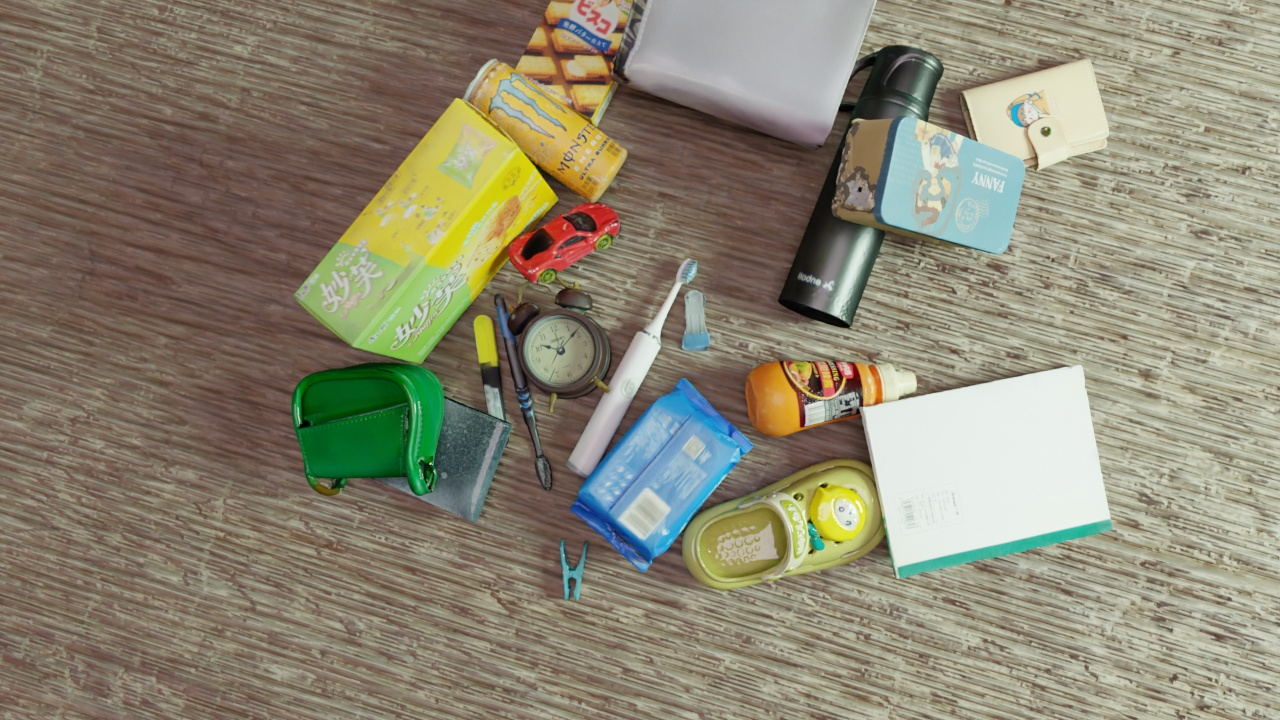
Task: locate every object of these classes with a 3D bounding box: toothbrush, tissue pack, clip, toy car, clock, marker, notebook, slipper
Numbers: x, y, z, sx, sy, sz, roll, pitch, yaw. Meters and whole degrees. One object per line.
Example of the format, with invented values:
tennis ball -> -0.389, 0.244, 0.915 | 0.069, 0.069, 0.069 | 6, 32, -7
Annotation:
toothbrush -> -0.005, 0.005, 0.837 | 0.026, 0.026, 0.221 | 28, 90, -36
tissue pack -> 0.019, 0.101, 0.816 | 0.095, 0.052, 0.157 | 41, 91, 11
clip -> -0.063, 0.193, 0.842 | 0.039, 0.013, 0.056 | 3, 87, 5
clip -> 0.050, -0.037, 0.840 | 0.027, 0.045, 0.058 | -3, 82, 5
toy car -> -0.067, -0.111, 0.828 | 0.106, 0.031, 0.049 | -31, 57, -16
clock -> -0.073, -0.019, 0.828 | 0.082, 0.055, 0.122 | -19, 85, 3
marker -> -0.138, 0.019, 0.853 | 0.018, 0.015, 0.124 | -8, 90, 8
notebook -> 0.303, 0.094, 0.796 | 0.209, 0.012, 0.150 | -10, 87, -10
slipper -> 0.128, 0.151, 0.798 | 0.190, 0.081, 0.091 | -19, 89, 6
toothbrush -> -0.109, 0.028, 0.849 | 0.014, 0.016, 0.189 | -15, 86, -3

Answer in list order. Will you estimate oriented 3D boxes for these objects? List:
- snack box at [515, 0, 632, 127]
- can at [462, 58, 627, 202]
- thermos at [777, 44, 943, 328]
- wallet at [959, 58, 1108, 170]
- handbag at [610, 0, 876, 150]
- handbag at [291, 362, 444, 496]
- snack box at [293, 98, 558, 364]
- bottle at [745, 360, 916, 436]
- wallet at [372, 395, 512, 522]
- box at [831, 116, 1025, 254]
snack box -> -0.048, -0.298, 0.848 | 0.087, 0.034, 0.140 | 28, 88, 4
can -> -0.085, -0.205, 0.824 | 0.146, 0.058, 0.058 | 35, 90, -5
thermos -> 0.188, -0.155, 0.817 | 0.090, 0.068, 0.242 | 19, 87, 37
wallet -> 0.354, -0.215, 0.822 | 0.115, 0.024, 0.087 | -14, 88, 2
handbag -> 0.086, -0.280, 0.794 | 0.197, 0.098, 0.145 | 18, 88, -6
handbag -> -0.243, 0.062, 0.824 | 0.131, 0.068, 0.120 | -2, 92, 15
snack box -> -0.174, -0.101, 0.787 | 0.070, 0.157, 0.210 | 40, 91, 8
bottle -> 0.170, 0.028, 0.810 | 0.149, 0.067, 0.066 | -7, 87, -3
wallet -> -0.187, 0.083, 0.845 | 0.121, 0.019, 0.097 | 20, 89, 15
box -> 0.246, -0.143, 0.767 | 0.184, 0.060, 0.090 | 5, 99, -32
